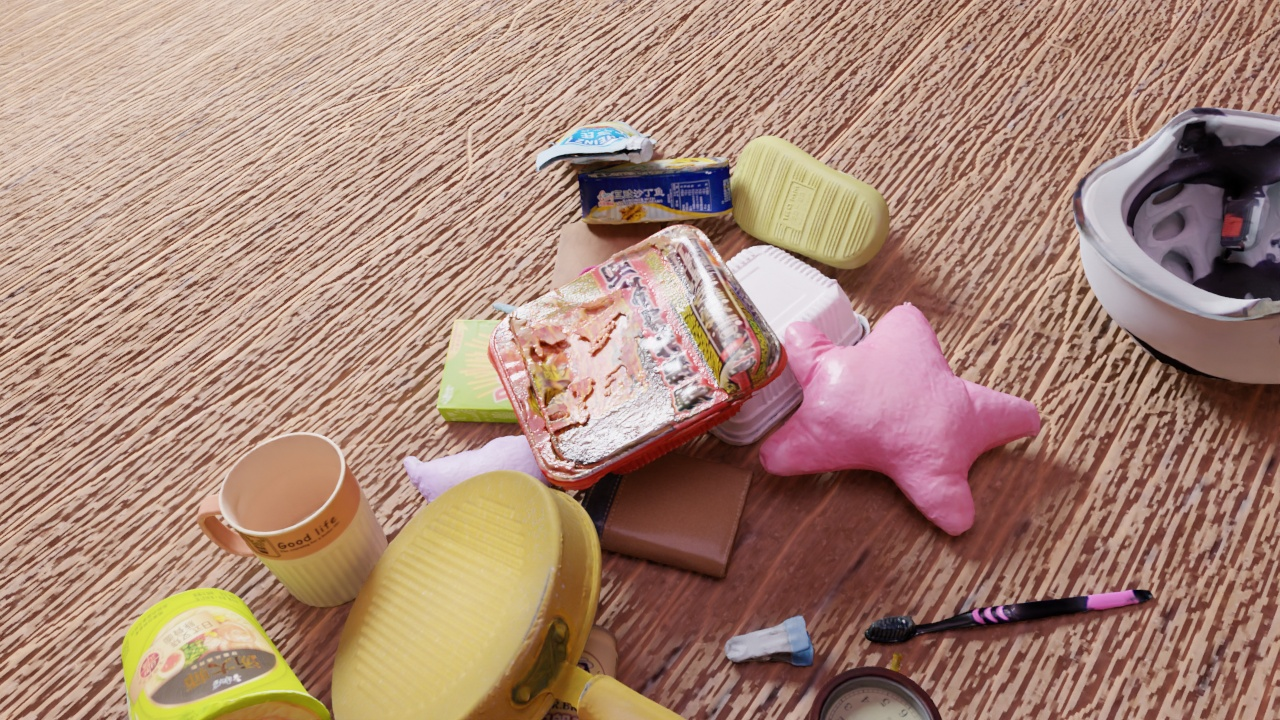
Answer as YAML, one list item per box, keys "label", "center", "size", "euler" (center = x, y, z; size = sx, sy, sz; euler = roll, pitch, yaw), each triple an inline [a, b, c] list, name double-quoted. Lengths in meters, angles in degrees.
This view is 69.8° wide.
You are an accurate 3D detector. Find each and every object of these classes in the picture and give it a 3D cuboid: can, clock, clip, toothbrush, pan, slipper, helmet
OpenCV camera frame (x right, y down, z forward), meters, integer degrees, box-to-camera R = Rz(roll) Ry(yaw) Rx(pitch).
- label: "can"
  center: [-0.047, 0.222, 0.554]
  size: [0.058, 0.059, 0.116]
  euler: [-1, 49, 8]
- label: "clock"
  center: [0.125, 0.229, 0.525]
  size: [0.121, 0.055, 0.082]
  euler: [-32, 52, -17]
- label: "can"
  center: [0.013, -0.161, 0.870]
  size: [0.148, 0.049, 0.074]
  euler: [-1, 20, 16]
- label: "clip"
  center: [0.082, 0.184, 0.596]
  size: [0.058, 0.045, 0.027]
  euler: [-11, 50, 12]
- label: "toothbrush"
  center: [0.239, 0.163, 0.594]
  size: [0.189, 0.018, 0.014]
  euler: [-8, 46, 0]
- label: "pan"
  center: [-0.051, 0.176, 0.519]
  size: [0.358, 0.078, 0.197]
  euler: [8, 61, 51]
- label: "slipper"
  center: [0.160, -0.138, 0.840]
  size: [0.081, 0.092, 0.190]
  euler: [8, 22, -41]
- label: "helmet"
  center: [0.457, -0.071, 0.683]
  size: [0.259, 0.146, 0.228]
  euler: [-12, 46, 9]

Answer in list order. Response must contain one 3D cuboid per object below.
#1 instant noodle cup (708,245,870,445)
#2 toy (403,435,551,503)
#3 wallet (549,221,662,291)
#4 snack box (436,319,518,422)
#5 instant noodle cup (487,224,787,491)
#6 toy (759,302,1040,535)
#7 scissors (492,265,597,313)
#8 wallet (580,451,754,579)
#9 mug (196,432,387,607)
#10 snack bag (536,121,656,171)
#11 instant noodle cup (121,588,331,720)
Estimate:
- label: "instant noodle cup"
  center: [0.090, -0.027, 0.756]
  size: [0.173, 0.060, 0.138]
  euler: [-37, 54, -25]
- label: "toy"
  center: [-0.118, 0.094, 0.693]
  size: [0.108, 0.039, 0.083]
  euler: [-16, 66, -11]
- label: "wallet"
  center: [-0.030, -0.093, 0.860]
  size: [0.101, 0.020, 0.115]
  euler: [-2, 46, 7]
- label: "snack box"
  center: [-0.085, 0.009, 0.759]
  size: [0.156, 0.026, 0.085]
  euler: [1, 62, 10]
- label: "instant noodle cup"
  center: [-0.004, 0.004, 0.667]
  size: [0.189, 0.079, 0.164]
  euler: [-28, 54, 0]
- label: "toy"
  center: [0.194, 0.030, 0.674]
  size: [0.195, 0.075, 0.178]
  euler: [16, 63, 8]
- label: "scissors"
  center: [-0.069, -0.028, 0.801]
  size: [0.133, 0.017, 0.131]
  euler: [-36, 66, -7]
- label: "wallet"
  center: [0.017, 0.105, 0.668]
  size: [0.115, 0.033, 0.090]
  euler: [10, 54, 16]
- label: "mug"
  center: [-0.247, 0.116, 0.646]
  size: [0.114, 0.106, 0.081]
  euler: [-6, 48, 3]
- label: "snack bag"
  center: [-0.041, -0.208, 0.891]
  size: [0.110, 0.039, 0.190]
  euler: [1, 18, -2]
- label: "instant noodle cup"
  center: [-0.269, 0.210, 0.573]
  size: [0.111, 0.112, 0.123]
  euler: [-33, 45, -20]
